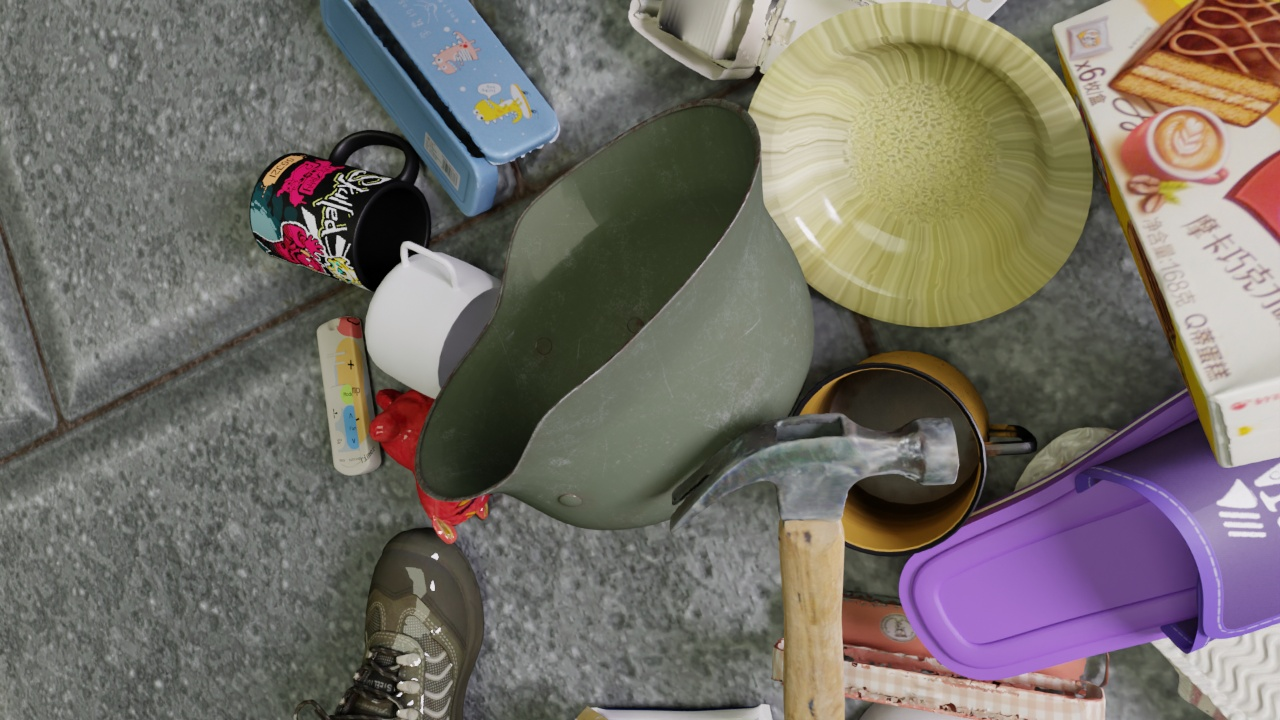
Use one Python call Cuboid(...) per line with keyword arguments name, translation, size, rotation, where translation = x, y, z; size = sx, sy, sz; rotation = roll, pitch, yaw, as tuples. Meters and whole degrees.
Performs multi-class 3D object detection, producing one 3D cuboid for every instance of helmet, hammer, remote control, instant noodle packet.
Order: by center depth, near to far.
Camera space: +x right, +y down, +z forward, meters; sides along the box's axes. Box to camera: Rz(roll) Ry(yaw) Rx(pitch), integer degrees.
Cuboid(name="hammer", translation=(0.092, 0.173, 0.498), size=(0.132, 0.033, 0.331), rotation=(-3, 119, 7))
Cuboid(name="helmet", translation=(-0.003, 0.003, 0.528), size=(0.268, 0.226, 0.154), rotation=(-38, 121, 12))
Cuboid(name="instant noodle packet", translation=(0.032, 0.277, 0.622), size=(0.134, 0.026, 0.087), rotation=(-11, 90, 26))
Cuboid(name="remote control", translation=(-0.230, 0.028, 0.724), size=(0.038, 0.018, 0.125), rotation=(-9, 89, 25))

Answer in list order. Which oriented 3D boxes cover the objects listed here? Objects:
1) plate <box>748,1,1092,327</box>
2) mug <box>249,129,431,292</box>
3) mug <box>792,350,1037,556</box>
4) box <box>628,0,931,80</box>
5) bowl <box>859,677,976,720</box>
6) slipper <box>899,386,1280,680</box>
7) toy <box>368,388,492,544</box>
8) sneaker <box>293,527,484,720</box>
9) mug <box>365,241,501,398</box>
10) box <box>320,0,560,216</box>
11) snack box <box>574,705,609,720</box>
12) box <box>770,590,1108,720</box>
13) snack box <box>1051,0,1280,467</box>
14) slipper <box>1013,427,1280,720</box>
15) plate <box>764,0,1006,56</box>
Cuboid(name="plate", translation=(0.148, -0.106, 0.500), size=(0.184, 0.036, 0.185), rotation=(21, 135, 22))
Cuboid(name="mug", translation=(-0.210, -0.117, 0.674), size=(0.098, 0.082, 0.118), rotation=(18, 75, 22))
Cuboid(name="mug", translation=(0.152, 0.045, 0.507), size=(0.124, 0.094, 0.100), rotation=(-5, 95, 24))
Cuboid(name="box", translation=(0.080, -0.222, 0.513), size=(0.187, 0.057, 0.145), rotation=(40, 130, 24))
Cuboid(name="bowl", translation=(0.190, 0.267, 0.539), size=(0.150, 0.043, 0.149), rotation=(2, 96, 25))
Cuboid(name="slipper", translation=(0.239, 0.085, 0.421), size=(0.267, 0.083, 0.107), rotation=(-35, 83, 29))
Cuboid(name="toy", translation=(-0.156, 0.067, 0.667), size=(0.133, 0.087, 0.094), rotation=(29, 124, 32))
Cuboid(name="sneaker", translation=(-0.190, 0.247, 0.657), size=(0.101, 0.142, 0.238), rotation=(2, 95, 25))
Cuboid(name="mug", translation=(-0.137, -0.031, 0.625), size=(0.068, 0.094, 0.116), rotation=(25, 142, 22))
Cuboid(name="box", translation=(-0.148, -0.208, 0.660), size=(0.085, 0.073, 0.209), rotation=(-33, 79, -18))
Cuboid(name="snack box", translation=(-0.025, 0.340, 0.631), size=(0.101, 0.031, 0.186), rotation=(26, 116, 20))
Cuboid(name="box", translation=(0.170, 0.173, 0.534), size=(0.187, 0.056, 0.070), rotation=(2, 64, 23))
Cuboid(name="snack box", translation=(0.266, -0.078, 0.393), size=(0.110, 0.061, 0.229), rotation=(-19, 50, 25))
Cuboid(name="slipper", translation=(0.312, 0.136, 0.467), size=(0.263, 0.052, 0.115), rotation=(42, 114, 23))
Cuboid(name="plate", translation=(0.117, -0.280, 0.500), size=(0.243, 0.016, 0.243), rotation=(19, 121, 34))
